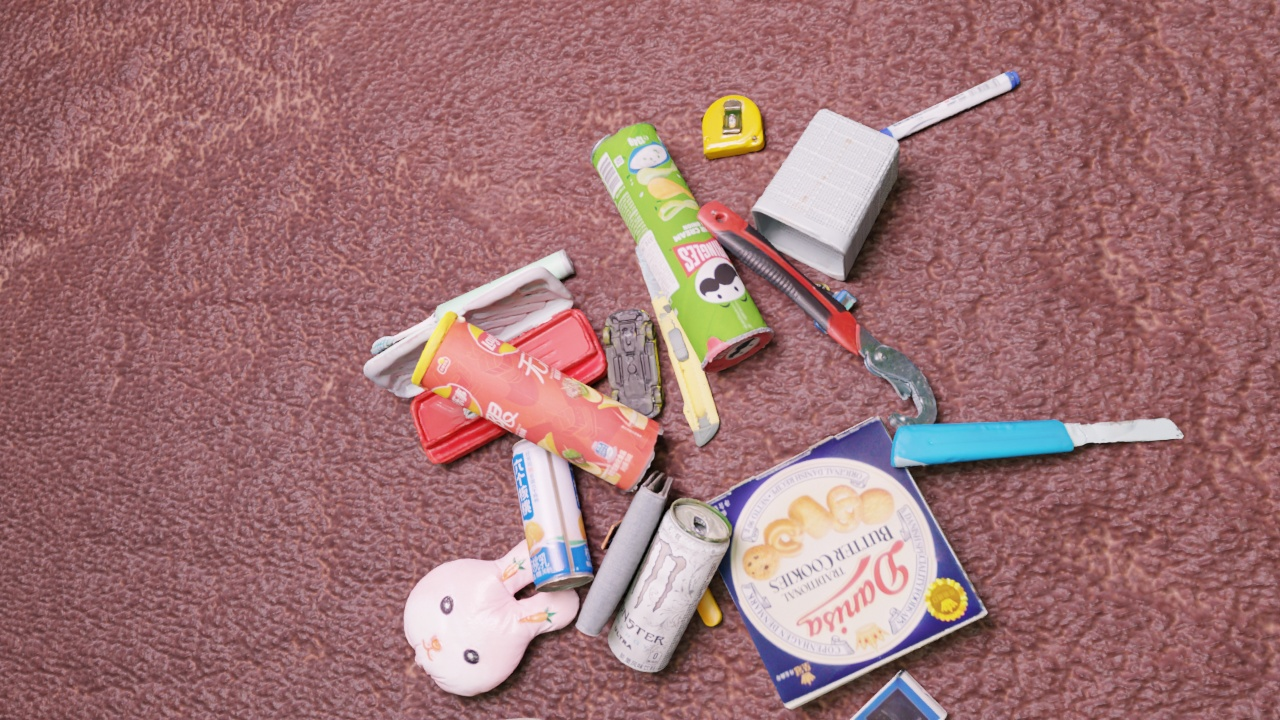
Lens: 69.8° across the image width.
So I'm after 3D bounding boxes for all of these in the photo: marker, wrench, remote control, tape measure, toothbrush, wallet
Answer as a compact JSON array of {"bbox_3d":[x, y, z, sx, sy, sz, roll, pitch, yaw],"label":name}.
[{"bbox_3d":[0.038,0.179,0.820,0.018,0.015,0.123,-33,71,13],"label":"marker"},{"bbox_3d":[0.153,-0.044,0.795,0.056,0.016,0.273,-38,78,-27],"label":"wrench"},{"bbox_3d":[0.188,0.313,0.749,0.125,0.024,0.049,-46,72,5],"label":"remote control"},{"bbox_3d":[0.087,-0.222,0.868,0.060,0.029,0.057,-6,78,14],"label":"tape measure"},{"bbox_3d":[-0.169,-0.055,0.909,0.225,0.027,0.026,-22,112,10],"label":"toothbrush"},{"bbox_3d":[-0.014,0.159,0.786,0.037,0.106,0.130,25,95,6],"label":"wallet"},{"bbox_3d":[0.268,-0.223,0.825,0.146,0.017,0.017,-23,75,10],"label":"marker"}]

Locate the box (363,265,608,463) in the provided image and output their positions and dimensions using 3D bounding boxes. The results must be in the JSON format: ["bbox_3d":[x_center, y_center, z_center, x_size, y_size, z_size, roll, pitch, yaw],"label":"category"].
[{"bbox_3d":[-0.144,0.006,0.854,0.201,0.100,0.110,-29,71,9],"label":"box"}]

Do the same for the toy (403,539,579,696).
[{"bbox_3d":[-0.139,0.231,0.841,0.159,0.054,0.121,-32,75,-1],"label":"toy"}]

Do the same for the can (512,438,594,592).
[{"bbox_3d":[-0.081,0.137,0.829,0.053,0.053,0.134,-19,67,11],"label":"can"}]

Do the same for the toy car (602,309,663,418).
[{"bbox_3d":[-0.005,0.005,0.853,0.048,0.032,0.105,-7,90,14],"label":"toy car"}]

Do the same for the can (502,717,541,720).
[{"bbox_3d":[-0.111,0.366,0.799,0.066,0.066,0.093,-8,78,14],"label":"can"}]

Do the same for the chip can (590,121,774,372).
[{"bbox_3d":[0.034,-0.106,0.840,0.072,0.072,0.236,-30,74,8],"label":"chip can"}]

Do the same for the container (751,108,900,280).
[{"bbox_3d":[0.167,-0.146,0.803,0.090,0.090,0.111,30,86,17],"label":"container"}]

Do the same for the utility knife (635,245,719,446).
[{"bbox_3d":[0.034,-0.018,0.857,0.031,0.021,0.201,-19,71,5],"label":"utility knife"}]

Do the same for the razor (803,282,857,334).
[{"bbox_3d":[0.127,-0.080,0.835,0.143,0.022,0.042,39,87,16],"label":"razor"}]

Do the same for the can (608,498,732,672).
[{"bbox_3d":[0.024,0.190,0.771,0.058,0.058,0.147,31,114,18],"label":"can"}]

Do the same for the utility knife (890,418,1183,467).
[{"bbox_3d":[0.319,0.063,0.741,0.234,0.018,0.034,-4,72,2],"label":"utility knife"}]

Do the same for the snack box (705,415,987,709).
[{"bbox_3d":[0.163,0.167,0.771,0.178,0.045,0.182,-29,74,9],"label":"snack box"}]

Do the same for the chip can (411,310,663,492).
[{"bbox_3d":[-0.089,0.038,0.806,0.216,0.073,0.073,29,88,-9],"label":"chip can"}]
